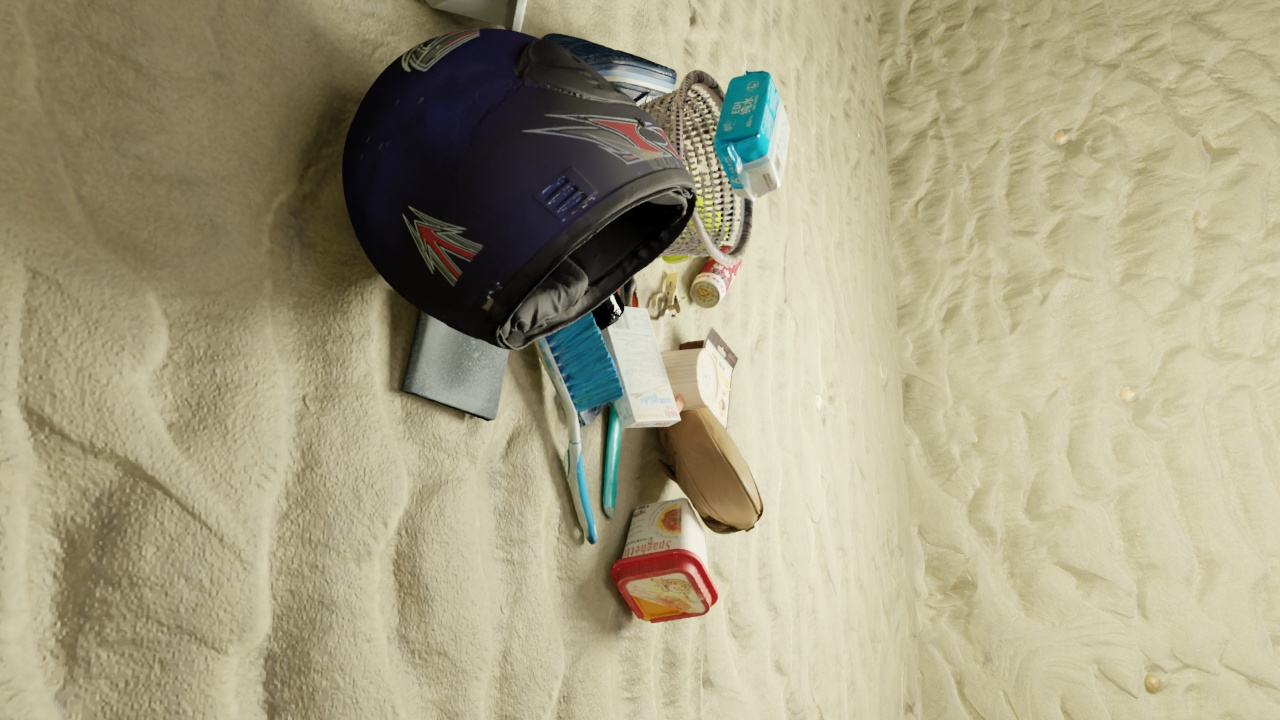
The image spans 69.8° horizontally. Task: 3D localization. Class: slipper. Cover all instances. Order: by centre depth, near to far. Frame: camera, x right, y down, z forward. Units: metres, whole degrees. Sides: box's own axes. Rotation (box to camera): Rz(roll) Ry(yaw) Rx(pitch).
[{"bbox_3d":[-0.046,-0.346,1.149,0.252,0.105,0.095,-20,130,-56],"label":"slipper"}]

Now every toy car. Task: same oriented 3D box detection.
[{"bbox_3d":[-0.055,0.041,1.105,0.105,0.031,0.049,-45,125,-59],"label":"toy car"}]

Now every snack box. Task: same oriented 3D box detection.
[{"bbox_3d":[-0.007,0.007,1.135,0.084,0.027,0.156,3,65,-46],"label":"snack box"},{"bbox_3d":[0.101,0.031,1.396,0.113,0.053,0.125,45,45,-51],"label":"snack box"}]

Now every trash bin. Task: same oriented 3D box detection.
[{"bbox_3d":[0.009,-0.213,1.107,0.227,0.192,0.227,23,64,-60],"label":"trash bin"}]

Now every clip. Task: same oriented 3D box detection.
[{"bbox_3d":[0.045,-0.091,1.335,0.100,0.035,0.074,-57,133,-58],"label":"clip"}]

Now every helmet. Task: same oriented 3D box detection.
[{"bbox_3d":[-0.110,-0.163,0.802,0.240,0.248,0.314,49,31,6],"label":"helmet"}]

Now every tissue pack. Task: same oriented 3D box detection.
[{"bbox_3d":[0.129,-0.263,1.072,0.090,0.063,0.139,56,39,-45],"label":"tissue pack"}]

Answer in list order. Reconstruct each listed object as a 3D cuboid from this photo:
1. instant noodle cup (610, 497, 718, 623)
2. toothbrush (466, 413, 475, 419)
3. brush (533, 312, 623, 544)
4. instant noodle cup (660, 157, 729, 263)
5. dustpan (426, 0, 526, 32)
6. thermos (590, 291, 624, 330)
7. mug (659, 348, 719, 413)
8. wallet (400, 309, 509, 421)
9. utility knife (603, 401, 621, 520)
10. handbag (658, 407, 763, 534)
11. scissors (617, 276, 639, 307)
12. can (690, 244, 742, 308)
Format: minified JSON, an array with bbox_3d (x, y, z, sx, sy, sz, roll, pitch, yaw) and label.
[{"bbox_3d":[0.034,0.248,1.158,0.124,0.116,0.117,-82,152,-50],"label":"instant noodle cup"},{"bbox_3d":[-0.175,-0.031,0.895,0.016,0.016,0.180,-12,96,-52],"label":"toothbrush"},{"bbox_3d":[-0.066,0.057,1.035,0.060,0.109,0.314,-134,-159,-71],"label":"brush"},{"bbox_3d":[0.056,-0.219,1.316,0.123,0.112,0.111,62,33,-21],"label":"instant noodle cup"},{"bbox_3d":[-0.127,-0.440,0.893,0.142,0.258,0.222,-6,89,-40],"label":"dustpan"},{"bbox_3d":[-0.089,-0.152,1.040,0.089,0.068,0.243,-72,145,-52],"label":"thermos"},{"bbox_3d":[0.037,0.037,1.206,0.082,0.106,0.114,67,31,-30],"label":"mug"},{"bbox_3d":[-0.172,-0.001,0.874,0.120,0.019,0.097,27,69,-52],"label":"wallet"},{"bbox_3d":[-0.033,0.090,1.157,0.029,0.013,0.219,30,60,-56],"label":"utility knife"},{"bbox_3d":[0.088,0.141,1.251,0.148,0.100,0.204,53,9,-39],"label":"handbag"},{"bbox_3d":[-0.025,-0.141,1.217,0.139,0.022,0.235,-3,87,-63],"label":"scissors"},{"bbox_3d":[0.122,-0.135,1.476,0.132,0.053,0.053,-56,133,-52],"label":"can"}]
